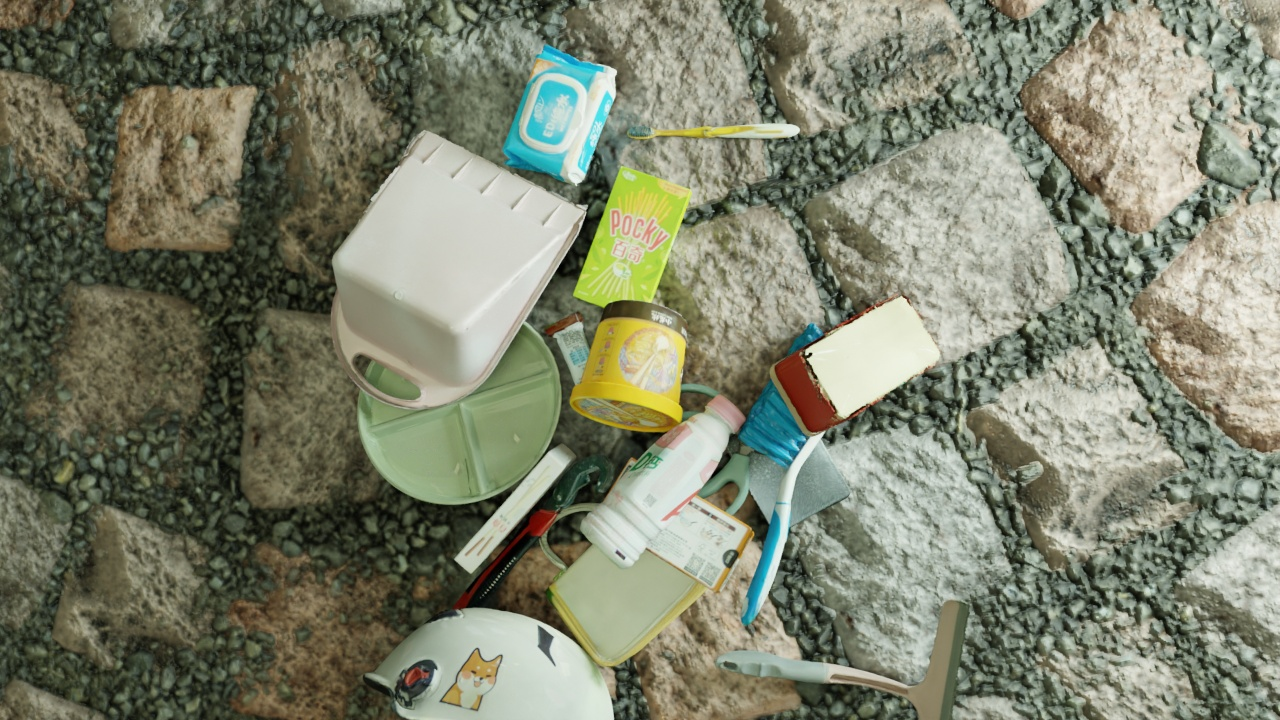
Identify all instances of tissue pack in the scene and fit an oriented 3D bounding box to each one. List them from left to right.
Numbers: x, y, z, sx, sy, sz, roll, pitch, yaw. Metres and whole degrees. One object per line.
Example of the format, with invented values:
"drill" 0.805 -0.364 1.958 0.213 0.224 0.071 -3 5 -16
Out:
"tissue pack" -0.090 -0.270 1.018 0.090 0.063 0.140 21 92 7

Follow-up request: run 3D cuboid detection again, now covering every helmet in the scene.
"helmet" -0.137 0.343 0.948 0.274 0.230 0.156 23 68 32

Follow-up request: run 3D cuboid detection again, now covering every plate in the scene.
"plate" -0.199 0.047 1.019 0.230 0.027 0.230 -2 72 5

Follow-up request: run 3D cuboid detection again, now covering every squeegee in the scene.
"squeegee" 0.204 0.339 0.982 0.250 0.040 0.248 7 107 13

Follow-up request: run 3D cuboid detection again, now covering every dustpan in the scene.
"dustpan" -0.222 -0.091 1.019 0.222 0.139 0.272 30 61 12

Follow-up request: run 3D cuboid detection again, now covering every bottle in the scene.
"bottle" 0.027 0.118 0.925 0.068 0.068 0.197 43 84 6

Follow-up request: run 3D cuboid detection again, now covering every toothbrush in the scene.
"toothbrush" 0.079 -0.255 1.017 0.191 0.018 0.016 1 91 8

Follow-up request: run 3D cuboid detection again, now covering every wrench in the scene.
"wrench" -0.127 0.202 1.021 0.274 0.016 0.056 -46 41 12

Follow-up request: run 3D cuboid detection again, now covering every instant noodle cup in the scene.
"instant noodle cup" -0.006 0.006 0.973 0.118 0.118 0.114 9 72 8

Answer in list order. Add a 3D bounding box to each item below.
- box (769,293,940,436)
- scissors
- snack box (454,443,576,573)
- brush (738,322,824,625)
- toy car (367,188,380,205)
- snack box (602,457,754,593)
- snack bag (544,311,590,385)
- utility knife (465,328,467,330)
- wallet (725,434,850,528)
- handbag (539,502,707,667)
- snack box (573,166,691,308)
"box" 0.224 0.002 0.923 0.168 0.076 0.091 -27 84 -32
"scissors" 0.077 0.107 0.990 0.170 0.019 0.181 14 77 16
"snack box" -0.135 0.159 1.006 0.027 0.084 0.157 41 94 2
"brush" 0.142 0.105 0.932 0.109 0.061 0.313 37 66 -3
"toy car" -0.268 -0.173 1.054 0.090 0.034 0.043 4 89 7
"snack box" 0.034 0.170 0.956 0.154 0.026 0.075 28 80 21
"snack bag" -0.067 0.001 1.029 0.048 0.026 0.104 -27 85 -3
"utility knife" -0.236 -0.090 1.043 0.033 0.015 0.209 -38 73 -7
"wallet" 0.160 0.117 1.002 0.097 0.019 0.121 -30 87 5
"handbag" -0.027 0.222 1.012 0.163 0.063 0.178 -45 69 5
"snack box" -0.009 -0.129 1.024 0.086 0.026 0.156 21 92 7
